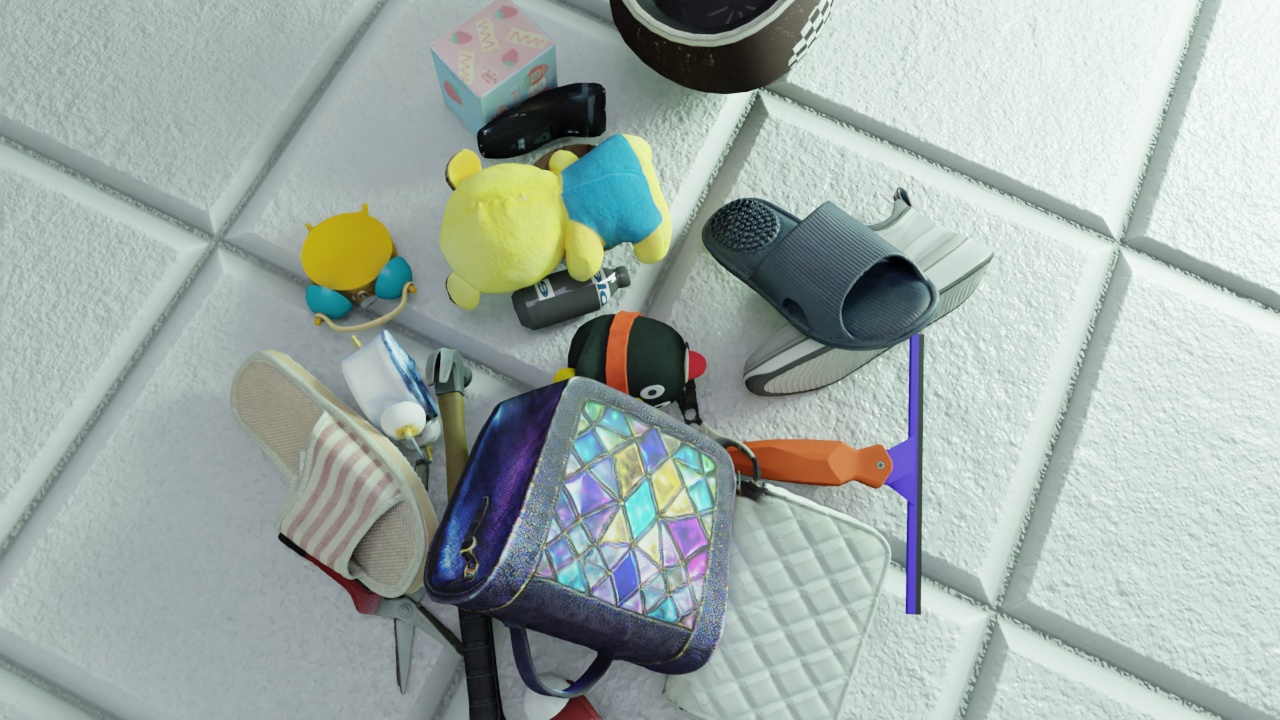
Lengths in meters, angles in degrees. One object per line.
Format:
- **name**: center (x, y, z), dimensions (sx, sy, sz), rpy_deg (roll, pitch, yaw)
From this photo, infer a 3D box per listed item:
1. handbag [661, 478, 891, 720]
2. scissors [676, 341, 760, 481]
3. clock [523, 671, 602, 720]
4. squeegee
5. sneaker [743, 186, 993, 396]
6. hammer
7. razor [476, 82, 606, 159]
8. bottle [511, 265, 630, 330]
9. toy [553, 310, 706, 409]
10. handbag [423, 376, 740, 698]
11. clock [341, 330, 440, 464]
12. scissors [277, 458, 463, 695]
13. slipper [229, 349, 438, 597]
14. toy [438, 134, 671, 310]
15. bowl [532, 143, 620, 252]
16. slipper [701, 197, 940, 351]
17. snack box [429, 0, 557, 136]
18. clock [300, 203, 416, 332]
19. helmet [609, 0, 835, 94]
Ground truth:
- **handbag**: center (0.111, 0.206, 0.752), dimensions (0.139, 0.072, 0.194), rpy_deg (20, 85, 1)
- **scissors**: center (0.056, 0.064, 0.827), dimensions (0.154, 0.012, 0.163), rpy_deg (16, 80, 30)
- **clock**: center (-0.055, 0.290, 0.726), dimensions (0.044, 0.087, 0.124), rpy_deg (-37, 80, -14)
- **squeegee**: center (0.158, 0.091, 0.817), dimensions (0.185, 0.055, 0.249), rpy_deg (2, 79, 10)
- **sneaker**: center (0.191, -0.066, 0.856), dimensions (0.262, 0.097, 0.128), rpy_deg (-32, 65, -11)
- **hammer**: center (-0.144, 0.150, 0.761), dimensions (0.025, 0.118, 0.332), rpy_deg (-9, 77, -2)
- **razor**: center (-0.091, -0.228, 0.895), dimensions (0.140, 0.053, 0.063), rpy_deg (-29, 58, -24)
- **bottle**: center (-0.064, -0.063, 0.860), dimensions (0.112, 0.047, 0.047), rpy_deg (-18, 74, -9)
- **toy**: center (-0.005, 0.005, 0.809), dimensions (0.119, 0.097, 0.099), rpy_deg (0, 59, 16)
- **handbag**: center (-0.041, 0.145, 0.710), dimensions (0.204, 0.126, 0.221), rpy_deg (28, 63, -30)
- **clock**: center (-0.211, 0.034, 0.799), dimensions (0.052, 0.089, 0.125), rpy_deg (-31, 74, -7)
- **scissors**: center (-0.213, 0.173, 0.793), dimensions (0.199, 0.015, 0.179), rpy_deg (28, 73, 5)
- **slipper**: center (-0.270, 0.092, 0.764), dimensions (0.263, 0.052, 0.115), rpy_deg (42, 109, 21)
- **toy**: center (-0.081, -0.136, 0.827), dimensions (0.214, 0.084, 0.148), rpy_deg (-12, 64, -5)
- **bowl**: center (-0.057, -0.151, 0.895), dimensions (0.119, 0.032, 0.119), rpy_deg (1, 72, -3)
- **slipper**: center (0.137, -0.095, 0.799), dimensions (0.101, 0.082, 0.263), rpy_deg (-44, 45, -8)
- **snack box**: center (-0.141, -0.282, 0.900), dimensions (0.094, 0.093, 0.079), rpy_deg (-41, 79, -14)
- **clock**: center (-0.268, -0.086, 0.859), dimensions (0.099, 0.044, 0.129), rpy_deg (-21, 67, -9)
- **helmet**: center (0.071, -0.377, 0.856), dimensions (0.233, 0.253, 0.234), rpy_deg (24, 97, 10)
